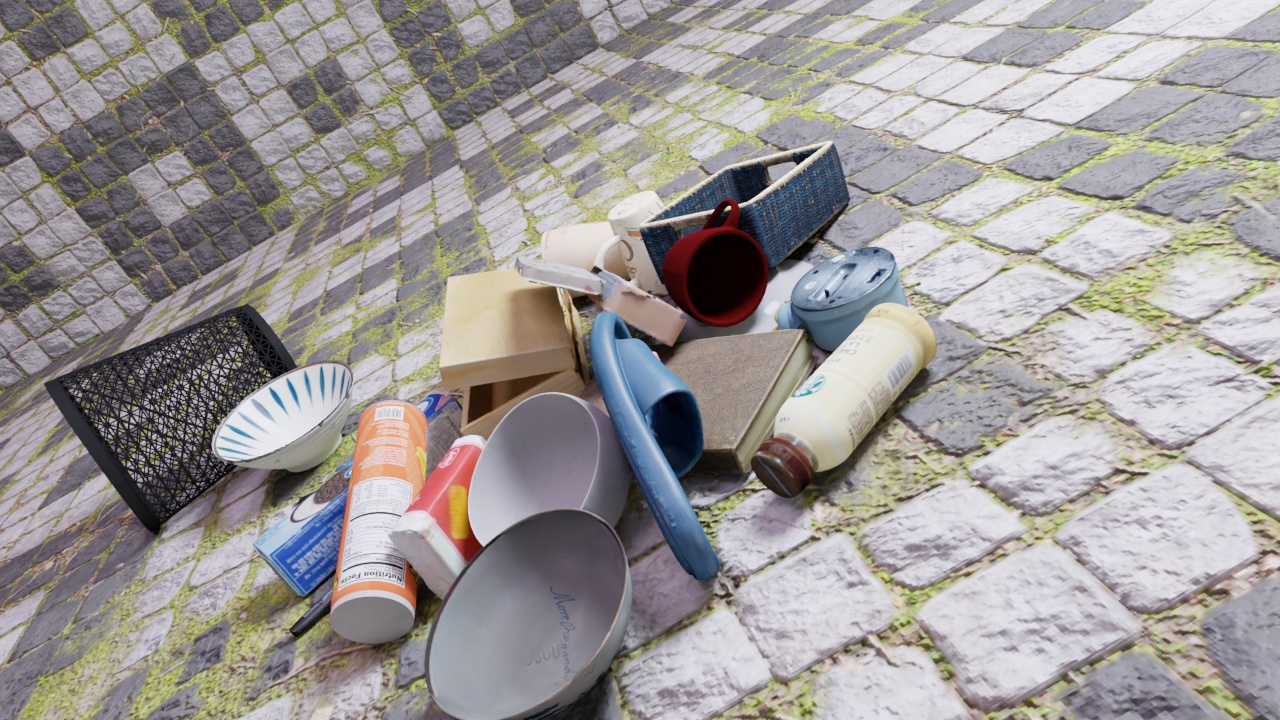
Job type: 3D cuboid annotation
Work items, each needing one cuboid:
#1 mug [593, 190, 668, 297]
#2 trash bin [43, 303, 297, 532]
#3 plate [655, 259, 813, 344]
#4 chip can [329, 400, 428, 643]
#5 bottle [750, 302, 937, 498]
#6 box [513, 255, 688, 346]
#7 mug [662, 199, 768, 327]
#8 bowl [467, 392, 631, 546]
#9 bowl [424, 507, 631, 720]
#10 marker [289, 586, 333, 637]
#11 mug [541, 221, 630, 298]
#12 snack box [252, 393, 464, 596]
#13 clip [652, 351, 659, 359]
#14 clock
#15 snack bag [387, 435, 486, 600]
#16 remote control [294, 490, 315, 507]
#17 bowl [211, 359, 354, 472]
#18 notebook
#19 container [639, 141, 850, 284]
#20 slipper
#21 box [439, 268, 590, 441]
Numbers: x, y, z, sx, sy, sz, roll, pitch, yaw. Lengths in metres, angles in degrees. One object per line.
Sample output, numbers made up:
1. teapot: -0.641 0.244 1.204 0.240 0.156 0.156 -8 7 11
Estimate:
1. mug: -0.004 -0.118 1.005 0.121 0.097 0.081 -39 27 -19
2. trash bin: -0.571 0.057 1.170 0.242 0.217 0.217 -35 25 -26
3. plate: 0.088 -0.056 0.889 0.173 0.019 0.172 -24 26 12
4. chip can: -0.214 0.127 0.766 0.062 0.062 0.210 -24 40 12
5. bottle: 0.140 0.028 0.638 0.161 0.056 0.057 -43 28 -25
6. box: -0.048 -0.066 0.869 0.058 0.154 0.216 -65 11 5
7. mug: 0.061 -0.093 0.840 0.088 0.087 0.114 27 100 63
8. bowl: -0.061 0.095 0.693 0.132 0.064 0.131 -21 54 32
9. bowl: -0.060 0.170 0.580 0.151 0.057 0.150 -24 37 19
10. marker: -0.255 0.192 0.801 0.122 0.015 0.018 -44 30 -25
11. mug: -0.050 -0.123 1.099 0.104 0.085 0.111 -11 1 16
12. snack box: -0.258 0.123 0.881 0.225 0.059 0.059 -43 25 -25
13. clip: -0.002 0.009 0.786 0.059 0.038 0.022 -2 34 47
14. clock: 0.164 -0.050 0.761 0.125 0.052 0.088 2 42 49
15. snack bag: -0.144 0.123 0.737 0.036 0.077 0.115 -15 29 32
16. remote control: -0.314 0.140 0.961 0.125 0.010 0.039 -21 27 16
17. bowl: -0.402 0.081 1.079 0.177 0.071 0.177 -16 33 11
18. notebook: 0.016 0.050 0.755 0.216 0.034 0.189 -5 36 42
19. container: 0.111 -0.151 0.948 0.146 0.071 0.186 -4 26 42
20. slipper: 0.017 0.053 0.637 0.059 0.104 0.213 -23 52 1
21. box: -0.132 -0.026 0.946 0.140 0.123 0.248 -32 25 6
